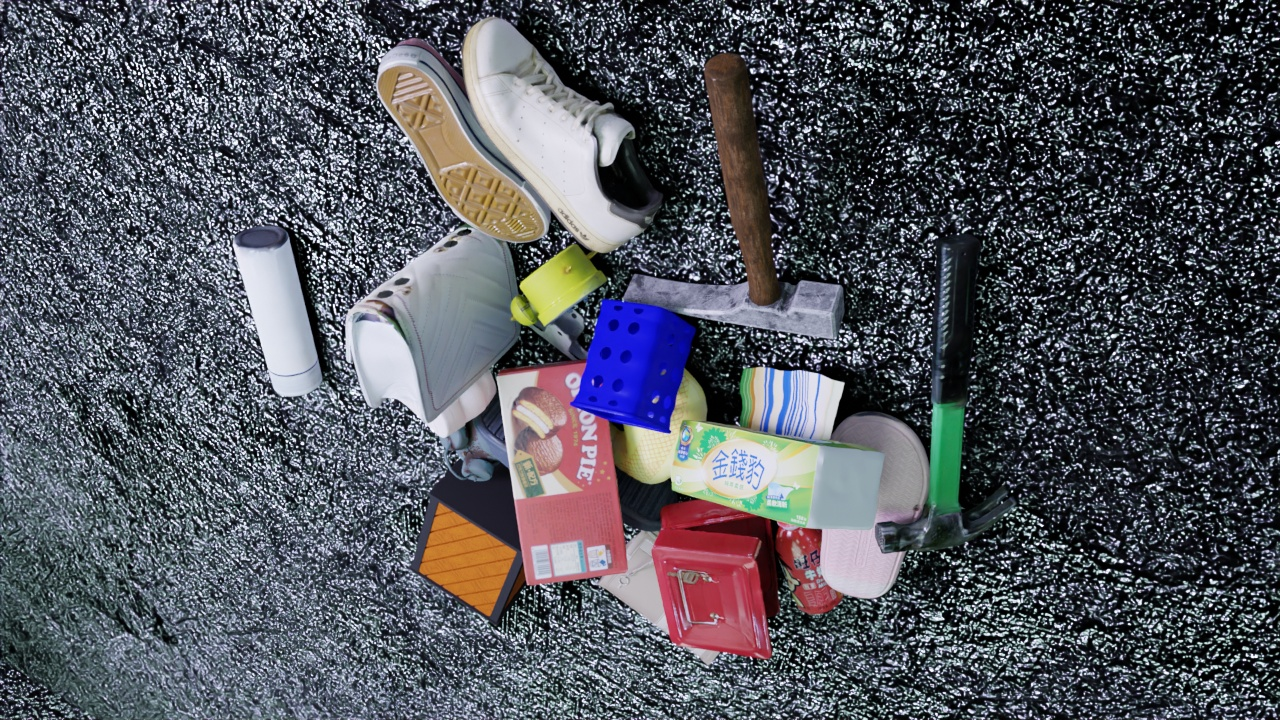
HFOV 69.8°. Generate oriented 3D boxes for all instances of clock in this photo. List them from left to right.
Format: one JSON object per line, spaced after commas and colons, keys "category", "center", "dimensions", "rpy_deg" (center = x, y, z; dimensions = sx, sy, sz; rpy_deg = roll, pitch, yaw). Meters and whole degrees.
{"category": "clock", "center": [-0.193, 0.094, 1.110], "dimensions": [0.053, 0.124, 0.090], "rpy_deg": [-20, 111, 35]}
{"category": "clock", "center": [-0.090, -0.072, 0.961], "dimensions": [0.119, 0.083, 0.057], "rpy_deg": [-32, 98, 38]}

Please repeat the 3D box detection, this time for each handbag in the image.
{"category": "handbag", "center": [-0.218, -0.046, 0.976], "dimensions": [0.096, 0.197, 0.142], "rpy_deg": [13, 127, 23]}
{"category": "handbag", "center": [0.070, 0.261, 1.144], "dimensions": [0.175, 0.062, 0.198], "rpy_deg": [36, 124, 2]}

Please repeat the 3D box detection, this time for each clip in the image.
{"category": "clip", "center": [-0.085, -0.034, 1.033], "dimensions": [0.101, 0.043, 0.054], "rpy_deg": [37, 145, 0]}

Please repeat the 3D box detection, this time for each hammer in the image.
{"category": "hammer", "center": [0.058, -0.134, 0.793], "dimensions": [0.218, 0.037, 0.301], "rpy_deg": [10, 148, 22]}
{"category": "hammer", "center": [0.284, 0.040, 0.841], "dimensions": [0.130, 0.032, 0.319], "rpy_deg": [-7, 117, 1]}

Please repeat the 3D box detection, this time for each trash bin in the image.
{"category": "trash bin", "center": [-0.189, 0.213, 1.186], "dimensions": [0.140, 0.139, 0.172], "rpy_deg": [31, 132, 7]}

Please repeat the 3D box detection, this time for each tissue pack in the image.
{"category": "tissue pack", "center": [0.136, 0.078, 0.905], "dimensions": [0.198, 0.120, 0.141], "rpy_deg": [7, 88, 45]}

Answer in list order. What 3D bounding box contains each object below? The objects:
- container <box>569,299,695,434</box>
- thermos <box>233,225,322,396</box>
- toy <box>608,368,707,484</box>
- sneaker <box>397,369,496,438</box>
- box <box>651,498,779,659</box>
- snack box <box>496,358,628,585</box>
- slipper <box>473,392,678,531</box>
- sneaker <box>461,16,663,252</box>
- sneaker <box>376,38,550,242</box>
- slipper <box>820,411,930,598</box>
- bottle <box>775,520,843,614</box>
{"category": "container", "center": [-0.006, 0.005, 0.931], "dimensions": [0.085, 0.113, 0.084], "rpy_deg": [10, 170, 32]}
{"category": "thermos", "center": [-0.470, -0.060, 1.197], "dimensions": [0.068, 0.067, 0.230], "rpy_deg": [15, 128, 19]}
{"category": "toy", "center": [0.016, 0.067, 1.018], "dimensions": [0.155, 0.064, 0.171], "rpy_deg": [41, 129, 16]}
{"category": "sneaker", "center": [-0.251, -0.003, 1.105], "dimensions": [0.237, 0.104, 0.090], "rpy_deg": [32, 144, 44]}
{"category": "box", "center": [0.088, 0.237, 1.045], "dimensions": [0.137, 0.126, 0.157], "rpy_deg": [0, 121, 17]}
{"category": "snack box", "center": [-0.084, 0.120, 1.008], "dimensions": [0.113, 0.060, 0.236], "rpy_deg": [-8, 96, -1]}
{"category": "slipper", "center": [-0.080, 0.128, 1.100], "dimensions": [0.263, 0.101, 0.083], "rpy_deg": [30, 140, -1]}
{"category": "sneaker", "center": [-0.064, -0.211, 0.838], "dimensions": [0.103, 0.088, 0.241], "rpy_deg": [-16, 118, 45]}
{"category": "sneaker", "center": [-0.164, -0.217, 0.898], "dimensions": [0.118, 0.087, 0.241], "rpy_deg": [-13, 138, 22]}
{"category": "slipper", "center": [0.239, 0.154, 0.955], "dimensions": [0.107, 0.055, 0.222], "rpy_deg": [9, 116, 15]}
{"category": "bottle", "center": [0.183, 0.215, 1.028], "dimensions": [0.062, 0.061, 0.137], "rpy_deg": [-7, 118, 33]}
